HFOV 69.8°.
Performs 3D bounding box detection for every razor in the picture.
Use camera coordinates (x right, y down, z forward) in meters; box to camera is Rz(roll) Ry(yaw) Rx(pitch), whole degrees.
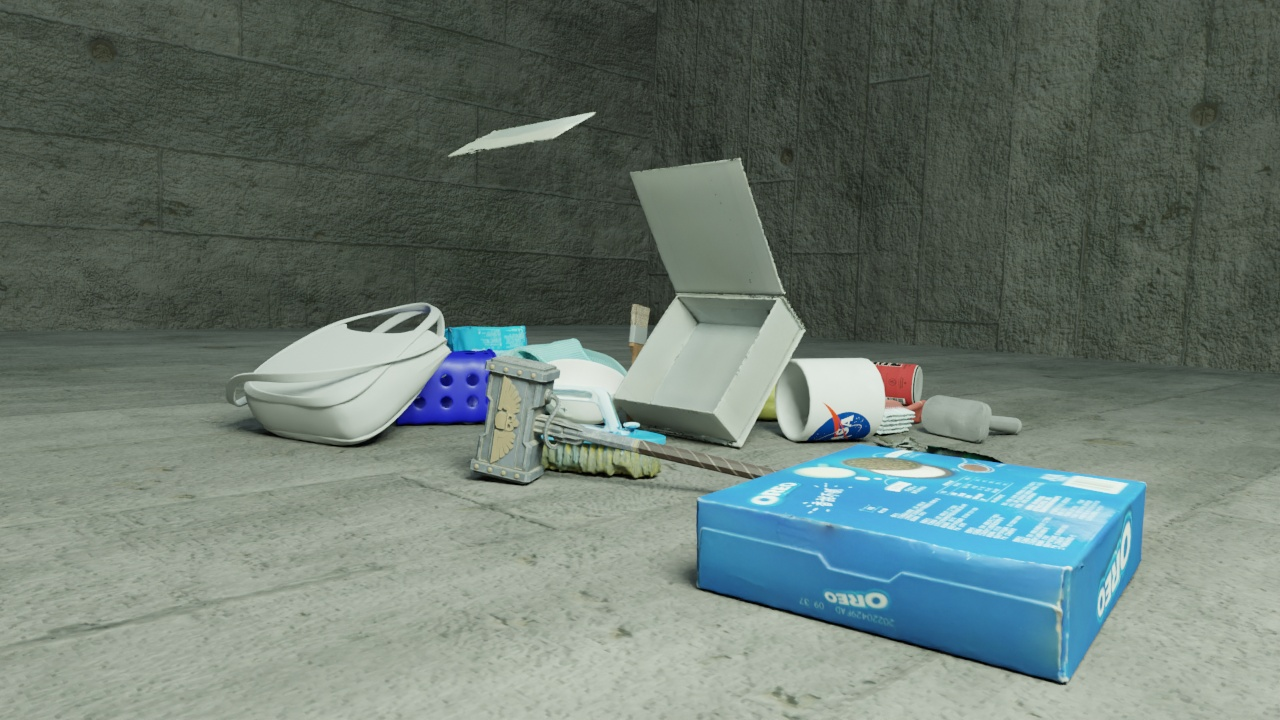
[{"bbox_3d":[0.411,0.074,1.097,0.116,0.047,0.088,8,1,-29],"label":"razor"}]

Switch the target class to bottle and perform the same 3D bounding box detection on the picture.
[{"bbox_3d":[0.338,0.032,1.411,0.177,0.062,0.062,4,6,28],"label":"bottle"}]

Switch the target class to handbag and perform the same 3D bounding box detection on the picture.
[{"bbox_3d":[-0.305,-0.009,0.982,0.216,0.096,0.221,4,35,28],"label":"handbag"}]

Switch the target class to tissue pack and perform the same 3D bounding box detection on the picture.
[{"bbox_3d":[-0.204,0.001,1.216,0.062,0.093,0.144,-4,0,35],"label":"tissue pack"}]

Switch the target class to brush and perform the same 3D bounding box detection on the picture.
[{"bbox_3d":[-0.006,0.007,1.081,0.008,0.143,0.045,5,-3,20],"label":"brush"},{"bbox_3d":[0.324,0.070,1.129,0.030,0.041,0.172,28,18,37],"label":"brush"},{"bbox_3d":[-0.043,0.062,0.817,0.136,0.075,0.055,3,6,20],"label":"brush"}]

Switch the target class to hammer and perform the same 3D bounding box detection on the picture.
[{"bbox_3d":[0.023,0.075,0.740,0.322,0.098,0.044,12,7,13],"label":"hammer"}]

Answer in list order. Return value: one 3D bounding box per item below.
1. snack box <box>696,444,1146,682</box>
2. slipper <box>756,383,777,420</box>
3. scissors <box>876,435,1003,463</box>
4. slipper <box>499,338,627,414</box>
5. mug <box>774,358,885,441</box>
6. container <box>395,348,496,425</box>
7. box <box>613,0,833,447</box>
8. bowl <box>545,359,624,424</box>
[{"bbox_3d":[0.175,0.101,0.546,0.196,0.056,0.238,5,7,36],"label":"snack box"},{"bbox_3d":[0.137,0.019,1.230,0.091,0.082,0.191,1,18,-42],"label":"slipper"},{"bbox_3d":[0.296,0.094,0.927,0.155,0.015,0.209,1,6,19],"label":"scissors"},{"bbox_3d":[-0.085,0.012,1.225,0.116,0.070,0.275,47,22,23],"label":"slipper"},{"bbox_3d":[0.207,0.051,1.041,0.090,0.091,0.121,-1,-28,-17],"label":"mug"},{"bbox_3d":[-0.228,0.030,1.069,0.113,0.084,0.085,-1,7,-16],"label":"container"},{"bbox_3d":[0.088,-0.165,1.021,0.148,0.506,0.167,3,2,-44],"label":"box"},{"bbox_3d":[-0.071,0.042,1.089,0.105,0.054,0.104,11,21,-4],"label":"bowl"}]
